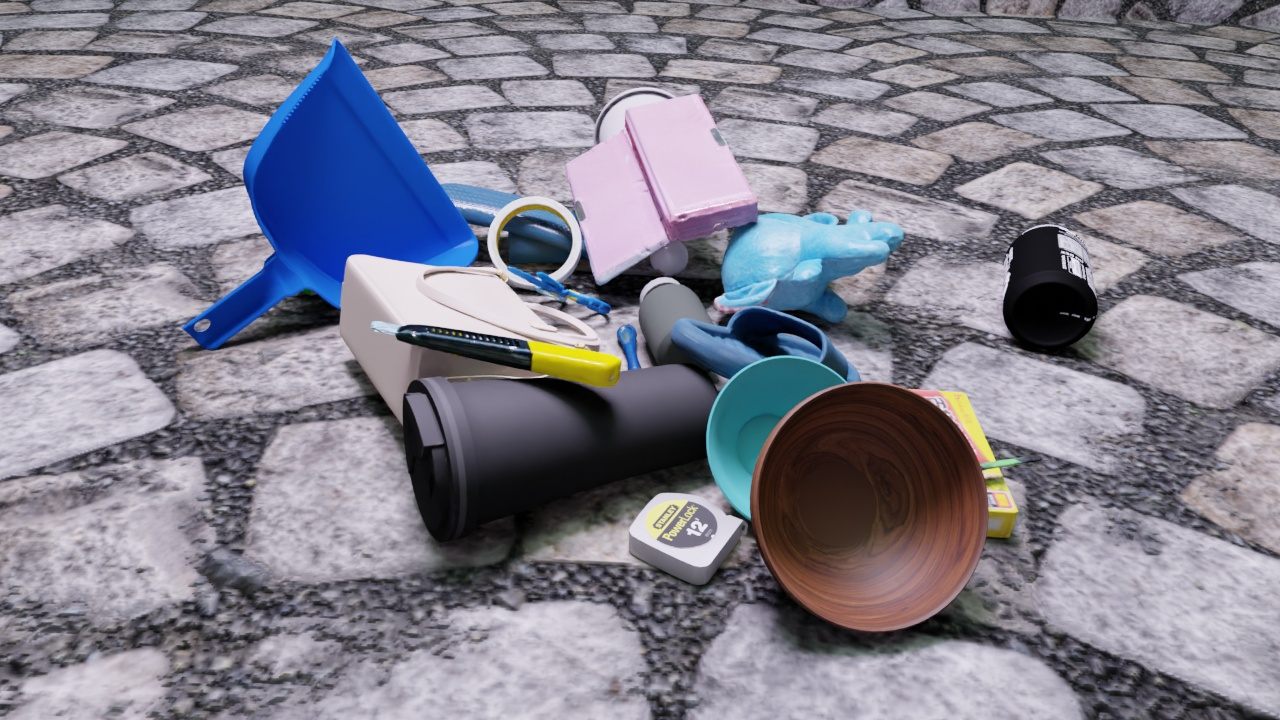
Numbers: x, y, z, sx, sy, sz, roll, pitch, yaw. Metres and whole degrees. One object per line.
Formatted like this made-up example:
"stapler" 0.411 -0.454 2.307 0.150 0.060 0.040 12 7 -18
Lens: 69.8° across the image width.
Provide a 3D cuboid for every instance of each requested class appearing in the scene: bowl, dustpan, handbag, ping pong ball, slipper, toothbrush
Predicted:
"bowl" 0.132 0.090 0.573 0.147 0.147 0.069 -3 -8 -10
"bowl" 0.099 0.060 0.649 0.121 0.121 0.046 -5 -8 -13
"dustpan" -0.299 -0.107 0.823 0.257 0.246 0.059 -38 45 -6
"handbag" -0.126 -0.020 0.764 0.197 0.101 0.194 -4 29 -35
"ping pong ball" 0.030 -0.108 0.963 0.040 0.040 0.040 2 30 -1
"slipper" 0.104 -0.012 0.733 0.104 0.059 0.213 34 17 38
"toothbrush" 0.189 0.081 0.629 0.188 0.017 0.014 -6 5 -10
"slipper" -0.130 -0.143 0.995 0.213 0.059 0.103 16 25 -2

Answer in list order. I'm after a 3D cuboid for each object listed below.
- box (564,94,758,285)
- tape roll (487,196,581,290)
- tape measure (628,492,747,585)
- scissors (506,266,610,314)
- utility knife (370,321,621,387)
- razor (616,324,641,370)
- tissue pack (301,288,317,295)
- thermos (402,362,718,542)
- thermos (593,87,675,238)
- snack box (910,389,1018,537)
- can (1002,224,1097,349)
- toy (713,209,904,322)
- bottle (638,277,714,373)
"box" 0.010 -0.190 0.947 0.180 0.051 0.232 -22 43 3
"tape roll" -0.107 -0.118 0.927 0.094 0.094 0.019 2 -10 -1
"tape measure" 0.030 0.114 0.605 0.065 0.017 0.064 18 34 24
"scissors" -0.087 -0.071 0.852 0.097 0.020 0.132 13 -7 40
"utility knife" -0.103 -0.008 0.616 0.186 0.020 0.028 12 15 15
"razor" -0.005 0.005 0.789 0.044 0.018 0.140 -16 28 2
"tissue pack" -0.285 -0.115 0.897 0.113 0.100 0.034 -16 47 -28
"thermos" -0.053 0.052 0.632 0.218 0.106 0.106 -9 32 -28
"thermos" 0.007 -0.231 1.103 0.131 0.132 0.221 2 38 -2
"snack box" 0.221 0.071 0.685 0.075 0.025 0.152 4 30 2
"can" 0.397 -0.075 0.895 0.080 0.080 0.145 12 32 16
"toy" 0.166 -0.091 0.880 0.181 0.115 0.182 1 32 41
"bottle" 0.031 -0.031 0.812 0.060 0.060 0.108 -4 31 -12
